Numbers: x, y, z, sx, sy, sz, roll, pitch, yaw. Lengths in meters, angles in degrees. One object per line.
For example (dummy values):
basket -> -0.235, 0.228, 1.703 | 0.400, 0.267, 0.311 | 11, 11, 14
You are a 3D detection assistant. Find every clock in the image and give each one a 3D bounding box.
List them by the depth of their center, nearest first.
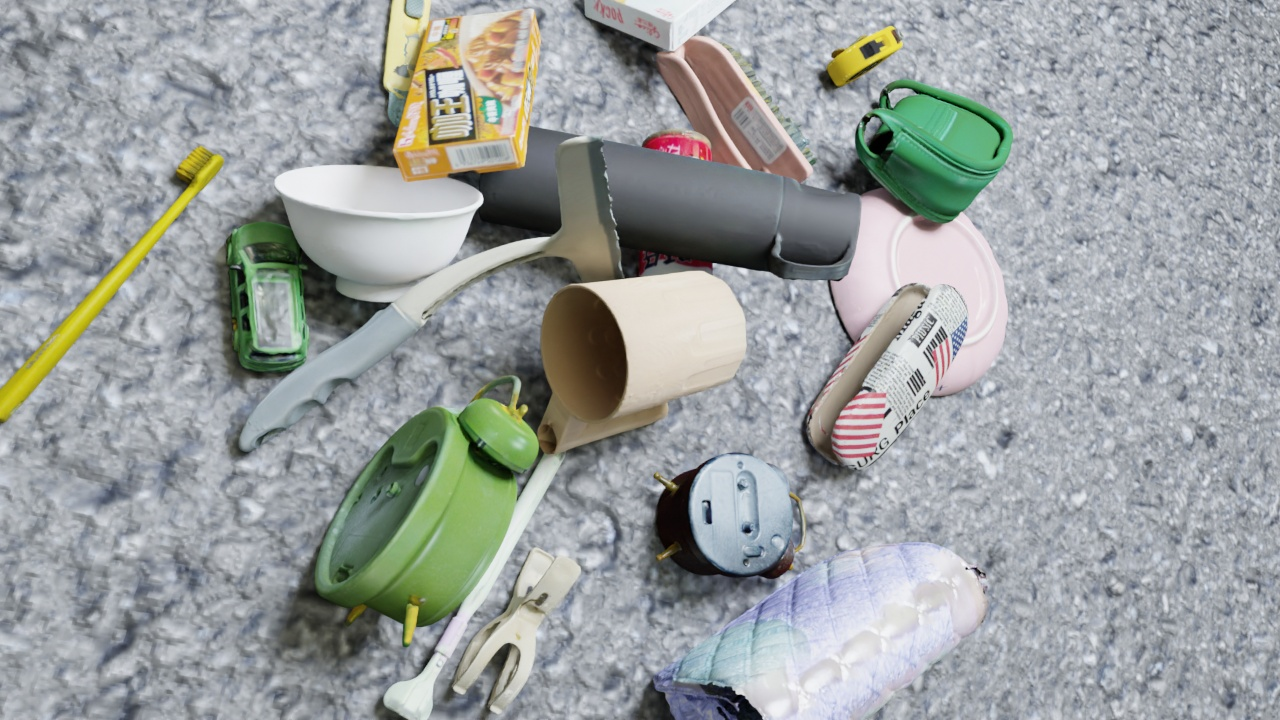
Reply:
clock -> -0.114, 0.074, 0.510 | 0.056, 0.116, 0.161 | 38, 64, -26
clock -> 0.067, 0.108, 0.629 | 0.121, 0.055, 0.082 | 7, 71, -27

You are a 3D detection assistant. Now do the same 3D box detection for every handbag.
handbag -> 0.114, 0.188, 0.584 | 0.193, 0.134, 0.075 | -24, 87, -31
handbag -> 0.247, -0.186, 0.784 | 0.120, 0.068, 0.131 | 35, 44, 2

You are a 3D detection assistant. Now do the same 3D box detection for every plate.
plate -> 0.249, -0.066, 0.788 | 0.192, 0.039, 0.192 | 8, 71, -26

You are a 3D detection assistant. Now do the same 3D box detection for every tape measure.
tape measure -> 0.192, -0.268, 0.807 | 0.057, 0.060, 0.029 | -32, 93, -26

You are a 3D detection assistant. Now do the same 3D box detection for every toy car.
toy car -> -0.216, -0.039, 0.535 | 0.043, 0.036, 0.091 | -4, 73, -28

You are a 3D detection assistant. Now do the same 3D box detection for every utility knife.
utility knife -> -0.159, -0.235, 0.639 | 0.031, 0.019, 0.177 | 8, 76, -20

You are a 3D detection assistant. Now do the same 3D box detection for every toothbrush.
toothbrush -> -0.293, -0.048, 0.507 | 0.016, 0.016, 0.189 | 32, 63, -11
toothbrush -> -0.094, 0.128, 0.559 | 0.029, 0.020, 0.189 | 40, 59, -19

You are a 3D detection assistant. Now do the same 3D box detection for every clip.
clip -> -0.075, 0.159, 0.550 | 0.034, 0.060, 0.097 | 33, 74, -15

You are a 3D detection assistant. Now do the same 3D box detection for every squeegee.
squeegee -> -0.126, -0.024, 0.532 | 0.246, 0.247, 0.039 | -31, 76, -5

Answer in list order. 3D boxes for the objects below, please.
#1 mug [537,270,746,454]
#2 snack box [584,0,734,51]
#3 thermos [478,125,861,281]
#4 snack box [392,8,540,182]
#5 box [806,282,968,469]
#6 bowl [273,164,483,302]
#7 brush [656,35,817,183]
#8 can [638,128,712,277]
mug -> -0.003, 0.003, 0.584 | 0.103, 0.125, 0.084 | -13, 49, -40
snack box -> 0.035, -0.306, 0.730 | 0.085, 0.027, 0.156 | 29, 57, 22
thermos -> 0.018, -0.098, 0.596 | 0.242, 0.069, 0.089 | 11, 31, 1
snack box -> -0.107, -0.173, 0.587 | 0.075, 0.026, 0.153 | -5, 48, 5
box -> 0.200, 0.014, 0.698 | 0.075, 0.077, 0.163 | 43, 77, -17
bowl -> -0.156, -0.073, 0.550 | 0.118, 0.118, 0.065 | -6, 116, -29
brush -> 0.071, -0.188, 0.715 | 0.072, 0.063, 0.145 | -38, 94, -42
can -> 0.026, -0.098, 0.670 | 0.053, 0.053, 0.132 | 10, 71, -26
